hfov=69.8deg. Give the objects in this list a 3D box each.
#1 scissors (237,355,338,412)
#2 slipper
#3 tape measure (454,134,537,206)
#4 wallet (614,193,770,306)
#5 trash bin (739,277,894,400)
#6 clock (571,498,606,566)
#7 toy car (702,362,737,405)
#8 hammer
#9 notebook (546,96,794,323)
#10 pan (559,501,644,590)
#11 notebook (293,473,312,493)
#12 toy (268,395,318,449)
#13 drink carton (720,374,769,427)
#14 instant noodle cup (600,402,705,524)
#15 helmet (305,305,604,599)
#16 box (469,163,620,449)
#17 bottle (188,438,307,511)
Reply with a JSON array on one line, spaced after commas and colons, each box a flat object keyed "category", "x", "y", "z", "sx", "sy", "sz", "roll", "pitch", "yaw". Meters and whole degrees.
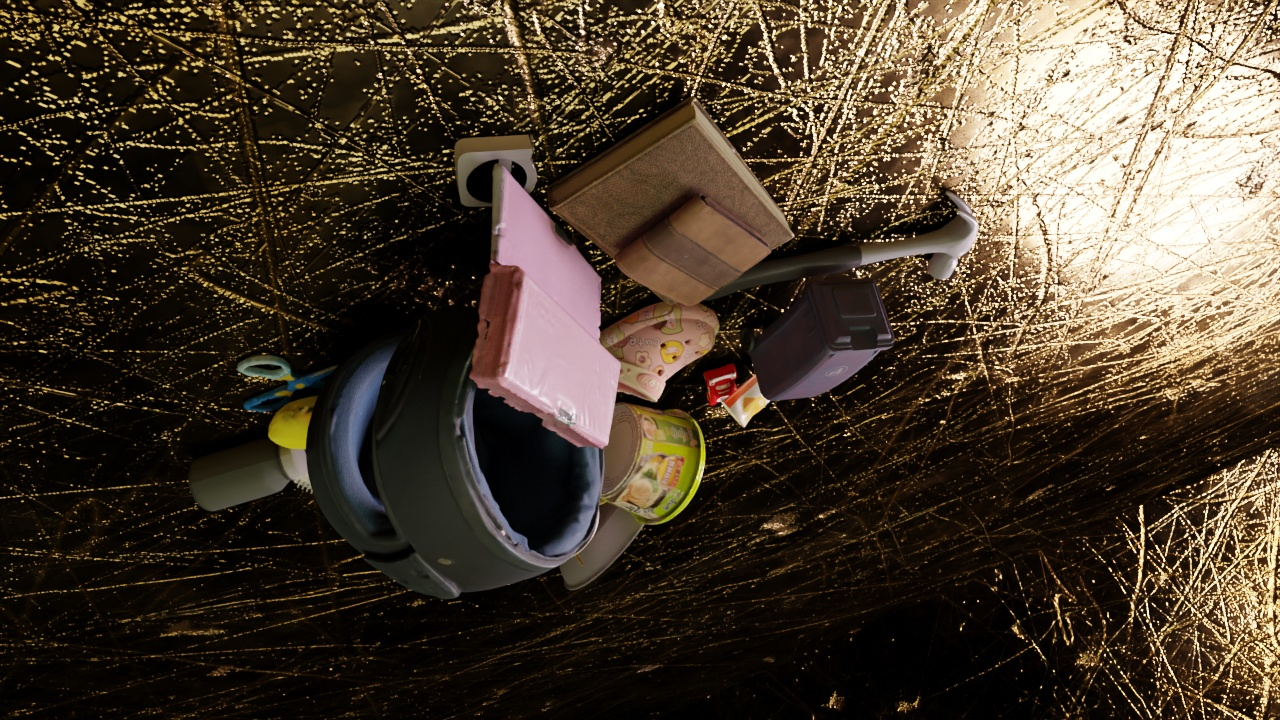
[{"category": "scissors", "x": -0.336, "y": 0.017, "z": 0.889, "sx": 0.125, "sy": 0.015, "sz": 0.127, "roll": -20, "pitch": 155, "yaw": 4}, {"category": "slipper", "x": -0.006, "y": 0.006, "z": 0.975, "sx": 0.197, "sy": 0.081, "sz": 0.093, "roll": -23, "pitch": 149, "yaw": 14}, {"category": "tape measure", "x": -0.113, "y": -0.149, "z": 0.721, "sx": 0.064, "sy": 0.016, "sz": 0.065, "roll": -7, "pitch": 149, "yaw": -17}, {"category": "wallet", "x": 0.048, "y": -0.095, "z": 0.817, "sx": 0.099, "sy": 0.027, "sz": 0.121, "roll": -34, "pitch": 147, "yaw": 25}, {"category": "trash bin", "x": 0.190, "y": -0.024, "z": 0.991, "sx": 0.093, "sy": 0.092, "sz": 0.161, "roll": -4, "pitch": 159, "yaw": -23}, {"category": "clock", "x": -0.124, "y": 0.182, "z": 1.153, "sx": 0.158, "sy": 0.117, "sz": 0.059, "roll": 24, "pitch": 179, "yaw": 7}, {"category": "toy car", "x": 0.100, "y": 0.032, "z": 1.128, "sx": 0.038, "sy": 0.025, "sz": 0.089, "roll": -17, "pitch": 150, "yaw": -1}, {"category": "hammer", "x": 0.205, "y": -0.107, "z": 0.951, "sx": 0.310, "sy": 0.029, "sz": 0.125, "roll": -11, "pitch": 150, "yaw": -10}, {"category": "notebook", "x": 0.018, "y": -0.119, "z": 0.822, "sx": 0.190, "sy": 0.034, "sz": 0.215, "roll": -29, "pitch": 148, "yaw": 19}, {"category": "pan", "x": -0.077, "y": 0.243, "z": 1.313, "sx": 0.051, "sy": 0.200, "sz": 0.358, "roll": 42, "pitch": 151, "yaw": -10}, {"category": "notebook", "x": -0.253, "y": 0.149, "z": 1.049, "sx": 0.245, "sy": 0.013, "sz": 0.178, "roll": 29, "pitch": 131, "yaw": -20}, {"category": "toy", "x": -0.326, "y": 0.064, "z": 0.926, "sx": 0.095, "sy": 0.041, "sz": 0.094, "roll": -12, "pitch": 159, "yaw": -13}, {"category": "drink carton", "x": 0.158, "y": 0.025, "z": 1.122, "sx": 0.122, "sy": 0.039, "sz": 0.069, "roll": -42, "pitch": 143, "yaw": -2}, {"category": "instant noodle cup", "x": -0.002, "y": 0.118, "z": 1.113, "sx": 0.097, "sy": 0.146, "sz": 0.147, "roll": 23, "pitch": 132, "yaw": -34}, {"category": "helmet", "x": -0.186, "y": 0.081, "z": 0.846, "sx": 0.236, "sy": 0.248, "sz": 0.316, "roll": 2, "pitch": 154, "yaw": 22}, {"category": "box", "x": -0.067, "y": -0.034, "z": 0.760, "sx": 0.039, "sy": 0.178, "sz": 0.232, "roll": -1, "pitch": 164, "yaw": 18}, {"category": "bottle", "x": -0.411, "y": 0.117, "z": 0.964, "sx": 0.108, "sy": 0.060, "sz": 0.060, "roll": -17, "pitch": 150, "yaw": -2}]
